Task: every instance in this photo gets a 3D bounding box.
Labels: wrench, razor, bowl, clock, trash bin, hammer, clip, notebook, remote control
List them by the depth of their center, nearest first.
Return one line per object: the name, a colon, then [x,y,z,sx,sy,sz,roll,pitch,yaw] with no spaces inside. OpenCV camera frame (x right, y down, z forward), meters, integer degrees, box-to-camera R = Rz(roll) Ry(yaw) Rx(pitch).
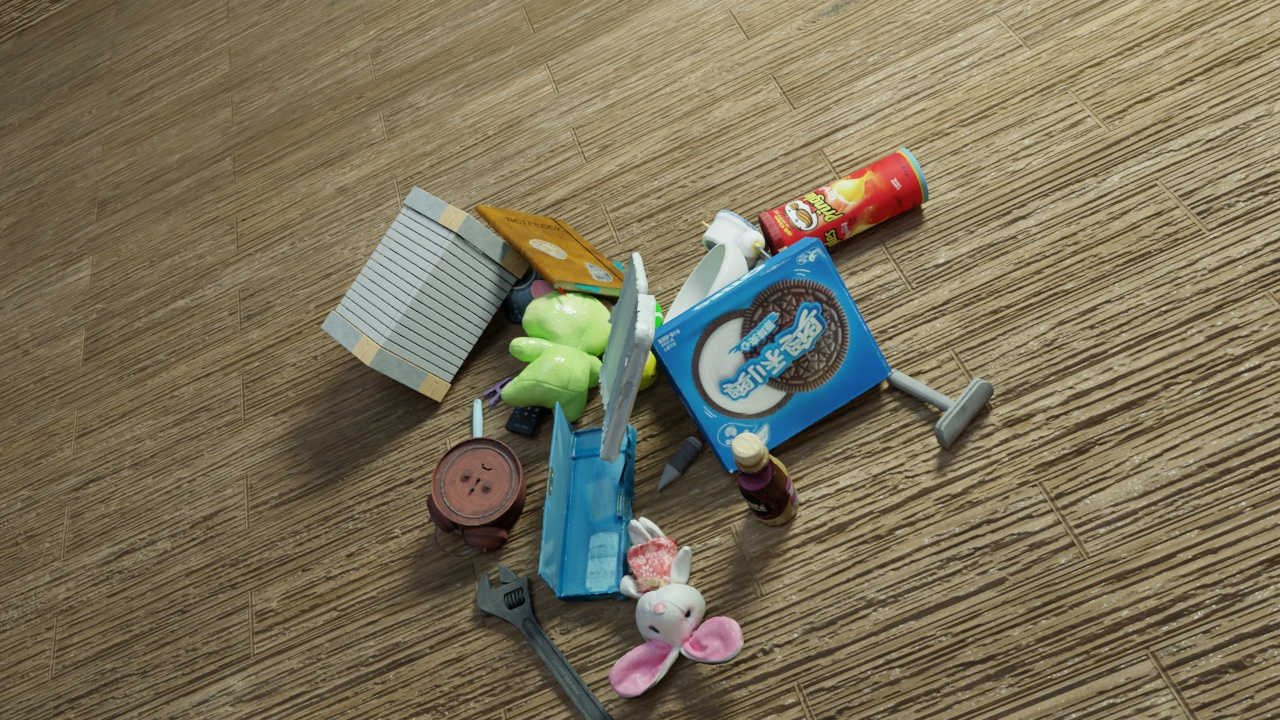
wrench: [-0.112,0.346,1.095,0.073,0.018,0.273,-42,55,-7]
razor: [0.344,0.042,1.095,0.088,0.047,0.116,-47,47,-11]
hammer: [0.123,0.039,1.185,0.156,0.043,0.322,32,77,34]
clock: [-0.213,0.179,1.193,0.120,0.072,0.157,25,71,16]
bowl: [0.093,-0.067,1.212,0.066,0.177,0.176,30,68,-11]
clock: [0.141,-0.157,1.270,0.125,0.089,0.052,33,80,36]
remote control: [-0.138,0.041,1.297,0.047,0.022,0.150,13,63,28]
clip: [-0.208,0.043,1.329,0.043,0.014,0.051,20,71,33]
trash bin: [-0.310,-0.097,1.336,0.142,0.142,0.247,31,86,39]
notebook: [-0.109,-0.155,1.338,0.249,0.178,0.014,44,118,39]
bowl: [-0.170,-0.112,1.386,0.110,0.055,0.110,-10,55,15]

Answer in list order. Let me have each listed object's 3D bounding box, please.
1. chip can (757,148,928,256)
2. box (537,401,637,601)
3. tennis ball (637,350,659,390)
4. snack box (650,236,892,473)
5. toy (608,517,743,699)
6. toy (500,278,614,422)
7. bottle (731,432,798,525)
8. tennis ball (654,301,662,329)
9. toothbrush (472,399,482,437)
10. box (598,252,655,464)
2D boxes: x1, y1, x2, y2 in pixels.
chip can: [0.274,-0.205,1.250,0.213,0.087,0.087,-25,53,4]
box: [-0.067,0.169,1.131,0.094,0.111,0.231,-8,57,18]
tennis ball: [-0.007,0.007,1.237,0.065,0.065,0.065,-10,56,15]
snack box: [0.155,-0.006,1.111,0.239,0.195,0.056,-32,12,-1]
toy: [0.028,0.271,1.046,0.159,0.084,0.194,-23,55,14]
toy: [-0.102,-0.020,1.246,0.107,0.150,0.196,-17,56,61]
bottle: [0.137,0.132,1.038,0.060,0.166,0.059,-10,56,15]
tennis ball: [-0.002,-0.060,1.279,0.065,0.065,0.065,-10,56,15]
toothbrush: [-0.228,0.120,1.284,0.022,0.016,0.154,-15,55,12]
box: [-0.020,-0.003,1.115,0.045,0.210,0.191,9,33,-11]
